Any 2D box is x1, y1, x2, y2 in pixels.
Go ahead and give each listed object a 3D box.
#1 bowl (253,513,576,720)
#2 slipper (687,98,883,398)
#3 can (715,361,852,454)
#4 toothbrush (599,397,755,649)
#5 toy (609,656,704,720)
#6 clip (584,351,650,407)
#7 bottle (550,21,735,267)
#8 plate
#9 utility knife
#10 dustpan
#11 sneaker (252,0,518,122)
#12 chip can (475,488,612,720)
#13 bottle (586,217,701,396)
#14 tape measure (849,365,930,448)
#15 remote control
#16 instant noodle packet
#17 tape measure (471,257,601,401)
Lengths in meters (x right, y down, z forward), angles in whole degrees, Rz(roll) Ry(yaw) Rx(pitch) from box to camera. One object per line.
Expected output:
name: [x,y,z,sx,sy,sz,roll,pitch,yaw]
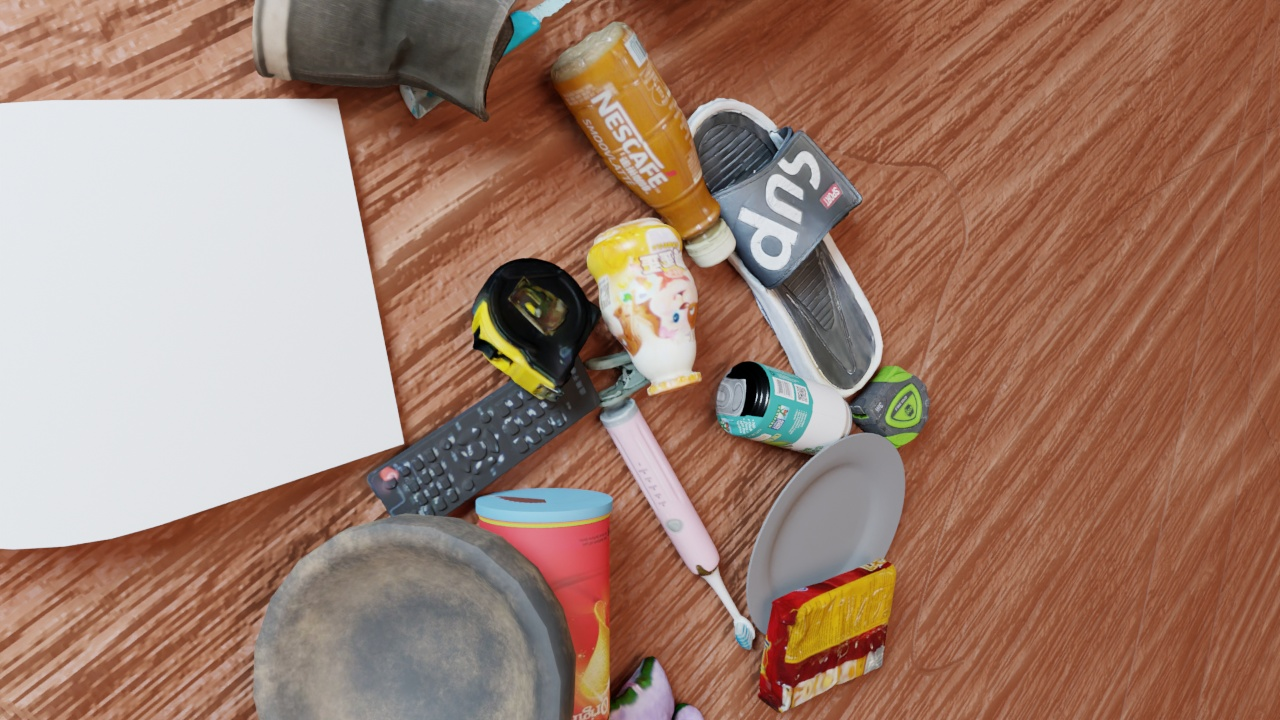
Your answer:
bowl: [-0.108,0.157,0.474,0.070,0.162,0.162,-3,96,-79]
slipper: [0.123,-0.082,0.683,0.111,0.063,0.264,-45,120,-27]
can: [0.107,0.037,0.678,0.101,0.055,0.055,17,82,-37]
toothbrush: [0.033,0.121,0.645,0.223,0.027,0.026,61,31,-22]
toy: [0.013,0.254,0.632,0.080,0.037,0.100,-40,111,-47]
clip: [-0.003,0.005,0.615,0.074,0.023,0.037,-22,104,-36]
bottle: [0.010,-0.132,0.594,0.059,0.059,0.167,-50,120,-24]
plate: [0.145,0.137,0.717,0.178,0.012,0.179,-18,121,-33]
utility knife: [-0.086,-0.187,0.546,0.022,0.015,0.140,50,62,-5]
dustpan: [-0.251,-0.019,0.429,0.257,0.053,0.191,-18,103,-47]
sneaker: [-0.106,-0.242,0.460,0.120,0.095,0.234,13,84,-14]
chip can: [-0.057,0.188,0.544,0.086,0.087,0.213,-1,92,-37]
bottle: [0.006,-0.033,0.583,0.063,0.063,0.109,-15,87,-36]
tape measure: [0.210,0.040,0.770,0.065,0.036,0.058,-44,107,-23]
remote control: [-0.092,0.046,0.552,0.150,0.022,0.047,-35,112,-29]
instant noodle packet: [0.150,0.213,0.720,0.135,0.040,0.099,-10,117,-35]
tape measure: [-0.064,-0.023,0.543,0.072,0.042,0.071,31,65,-8]
